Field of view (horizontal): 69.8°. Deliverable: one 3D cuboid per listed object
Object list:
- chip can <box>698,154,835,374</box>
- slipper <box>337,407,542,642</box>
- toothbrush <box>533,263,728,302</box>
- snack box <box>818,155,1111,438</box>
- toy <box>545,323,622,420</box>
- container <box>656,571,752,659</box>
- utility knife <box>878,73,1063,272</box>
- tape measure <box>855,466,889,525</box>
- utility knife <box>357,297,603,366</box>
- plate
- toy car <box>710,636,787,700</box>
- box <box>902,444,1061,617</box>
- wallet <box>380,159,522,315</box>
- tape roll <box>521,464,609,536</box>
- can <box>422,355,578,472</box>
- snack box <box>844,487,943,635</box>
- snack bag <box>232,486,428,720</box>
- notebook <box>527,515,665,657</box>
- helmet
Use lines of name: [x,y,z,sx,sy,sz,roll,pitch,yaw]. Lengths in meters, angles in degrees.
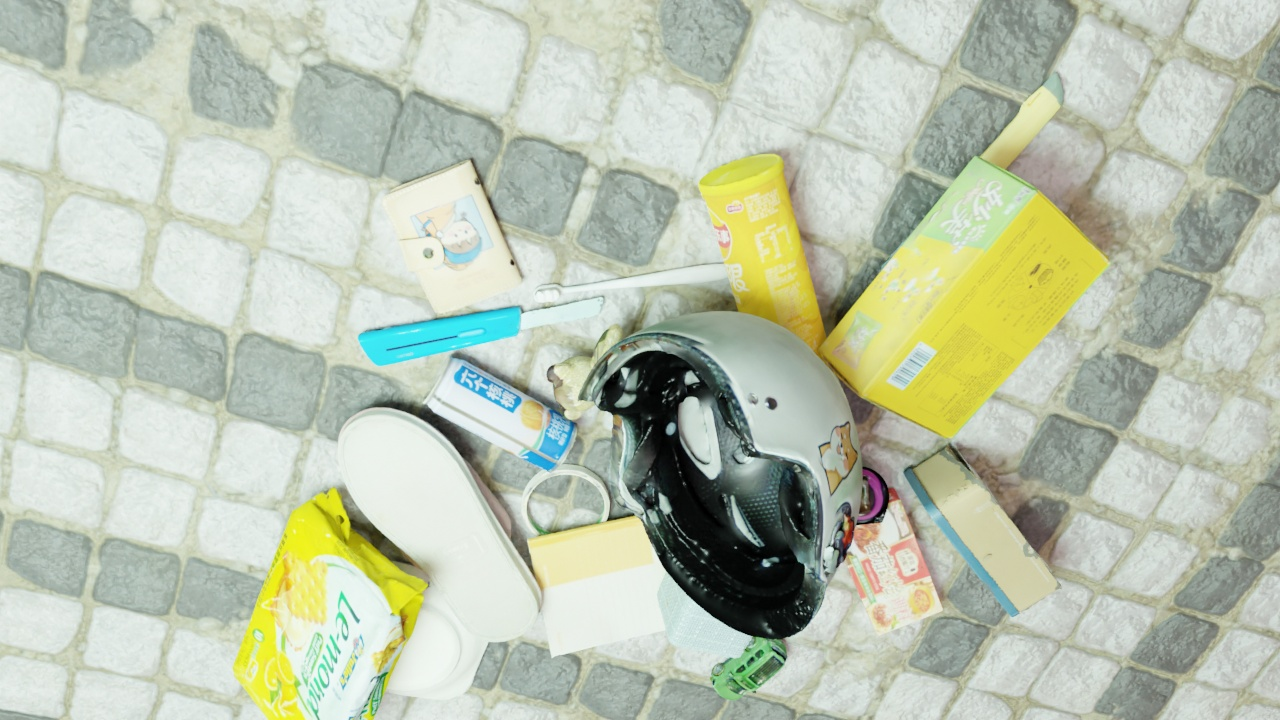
chip can: [0.114,-0.065,0.791,0.072,0.072,0.213,-19,113,4]
slipper: [-0.184,0.154,0.872,0.114,0.054,0.274,-30,109,8]
toothbrush: [-0.005,-0.068,0.810,0.180,0.016,0.016,-7,116,-1]
snack box: [0.276,-0.046,0.783,0.157,0.070,0.210,22,112,-40]
toy: [-0.005,0.005,0.822,0.157,0.066,0.105,-18,125,-5]
container: [0.075,0.217,0.888,0.090,0.090,0.112,17,112,-17]
utility knife: [0.287,-0.154,0.795,0.031,0.022,0.216,37,99,-17]
tape measure: [0.212,0.131,0.888,0.057,0.039,0.057,-7,77,10]
utility knife: [-0.140,-0.030,0.817,0.218,0.018,0.034,-11,113,-1]
plate: [-0.238,0.284,0.935,0.164,0.034,0.164,16,110,-11]
toy car: [0.116,0.331,0.982,0.043,0.036,0.091,40,109,-20]
box: [0.331,0.162,0.897,0.062,0.089,0.184,-39,108,13]
wallet: [-0.162,-0.102,0.782,0.087,0.024,0.115,-21,114,-1]
tape roll: [-0.073,0.141,0.897,0.086,0.014,0.086,-2,113,-4]
can: [-0.126,0.049,0.831,0.134,0.053,0.053,30,108,-16]
snack box: [0.252,0.209,0.944,0.075,0.025,0.153,-23,113,6]
snack bag: [-0.292,0.259,0.869,0.158,0.068,0.247,37,113,25]
notebook: [-0.001,0.219,0.927,0.206,0.010,0.146,-10,114,-6]
helmet: [0.087,0.073,0.746,0.156,0.230,0.274,-38,119,-31]
